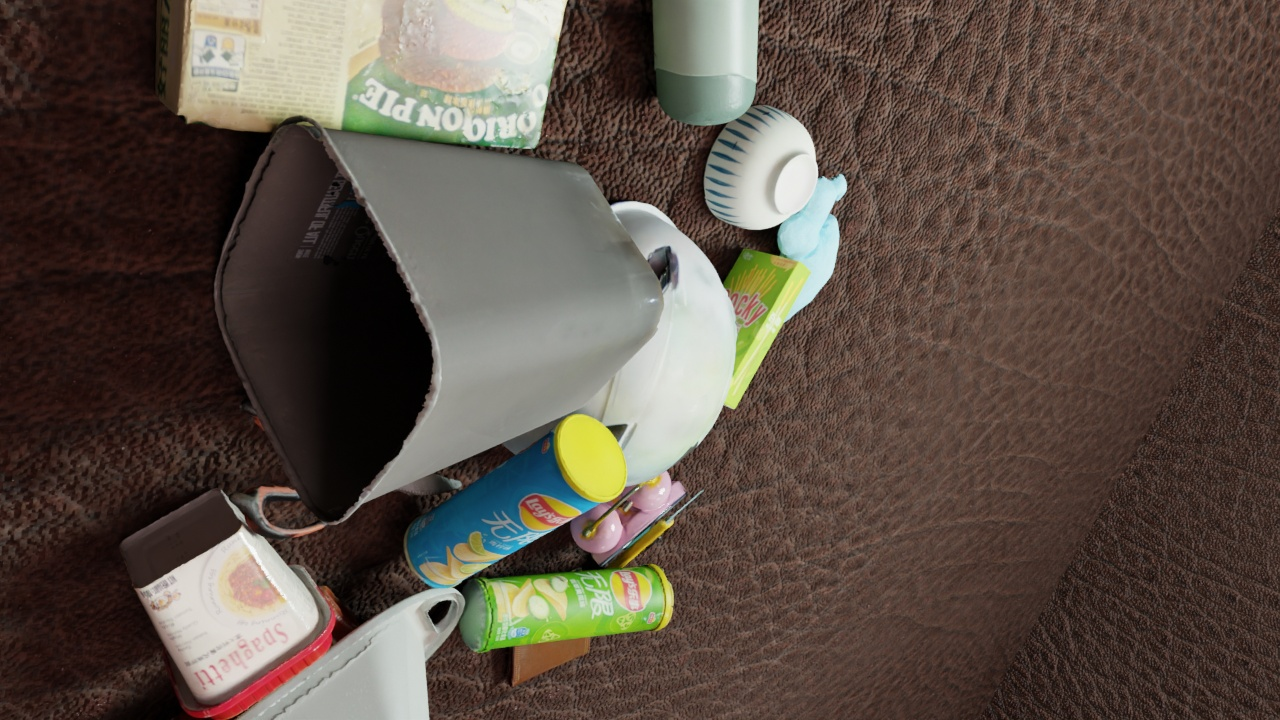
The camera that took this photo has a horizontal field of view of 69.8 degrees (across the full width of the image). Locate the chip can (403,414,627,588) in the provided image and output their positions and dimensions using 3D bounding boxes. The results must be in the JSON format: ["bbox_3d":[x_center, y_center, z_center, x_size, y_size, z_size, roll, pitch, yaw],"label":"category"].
[{"bbox_3d":[-0.108,0.120,0.751,0.211,0.071,0.071,-33,153,34],"label":"chip can"}]

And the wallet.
[{"bbox_3d":[-0.103,0.297,1.012,0.101,0.032,0.125,-18,129,-32],"label":"wallet"}]

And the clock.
[{"bbox_3d":[-0.015,0.148,0.918,0.117,0.060,0.158,-39,172,-3],"label":"clock"}]

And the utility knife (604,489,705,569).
[{"bbox_3d":[0.007,0.193,0.983,0.033,0.015,0.219,-28,165,-50],"label":"utility knife"}]

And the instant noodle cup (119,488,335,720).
[{"bbox_3d":[-0.303,0.171,0.666,0.116,0.117,0.124,-32,123,-25],"label":"instant noodle cup"}]

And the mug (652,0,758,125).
[{"bbox_3d":[0.056,-0.257,0.737,0.111,0.082,0.106,-61,154,-47],"label":"mug"}]

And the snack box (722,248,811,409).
[{"bbox_3d":[0.098,-0.034,0.911,0.026,0.086,0.156,33,85,-38],"label":"snack box"}]

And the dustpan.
[{"bbox_3d":[-0.274,0.296,0.799,0.257,0.142,0.223,-9,152,-10],"label":"dustpan"}]

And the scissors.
[{"bbox_3d":[-0.221,0.078,0.712,0.213,0.015,0.196,56,33,-26],"label":"scissors"}]

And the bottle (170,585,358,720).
[{"bbox_3d":[-0.326,0.269,0.743,0.205,0.060,0.060,-39,139,-17],"label":"bottle"}]

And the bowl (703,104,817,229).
[{"bbox_3d":[0.123,-0.175,0.864,0.116,0.066,0.117,-25,132,-31],"label":"bowl"}]

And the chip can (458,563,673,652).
[{"bbox_3d":[-0.076,0.251,0.939,0.221,0.072,0.073,4,115,-32],"label":"chip can"}]

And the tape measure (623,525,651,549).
[{"bbox_3d":[-0.011,0.185,1.024,0.058,0.025,0.054,18,103,-49],"label":"tape measure"}]

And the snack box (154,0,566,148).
[{"bbox_3d":[-0.163,-0.200,0.565,0.239,0.063,0.115,-8,123,-41],"label":"snack box"}]

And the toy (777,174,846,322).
[{"bbox_3d":[0.177,-0.116,0.971,0.161,0.050,0.156,-59,150,4],"label":"toy"}]

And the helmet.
[{"bbox_3d":[-0.005,0.005,0.804,0.228,0.146,0.259,19,103,-50],"label":"helmet"}]

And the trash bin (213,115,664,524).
[{"bbox_3d":[-0.125,-0.037,0.608,0.219,0.198,0.200,-16,158,-47],"label":"trash bin"}]
